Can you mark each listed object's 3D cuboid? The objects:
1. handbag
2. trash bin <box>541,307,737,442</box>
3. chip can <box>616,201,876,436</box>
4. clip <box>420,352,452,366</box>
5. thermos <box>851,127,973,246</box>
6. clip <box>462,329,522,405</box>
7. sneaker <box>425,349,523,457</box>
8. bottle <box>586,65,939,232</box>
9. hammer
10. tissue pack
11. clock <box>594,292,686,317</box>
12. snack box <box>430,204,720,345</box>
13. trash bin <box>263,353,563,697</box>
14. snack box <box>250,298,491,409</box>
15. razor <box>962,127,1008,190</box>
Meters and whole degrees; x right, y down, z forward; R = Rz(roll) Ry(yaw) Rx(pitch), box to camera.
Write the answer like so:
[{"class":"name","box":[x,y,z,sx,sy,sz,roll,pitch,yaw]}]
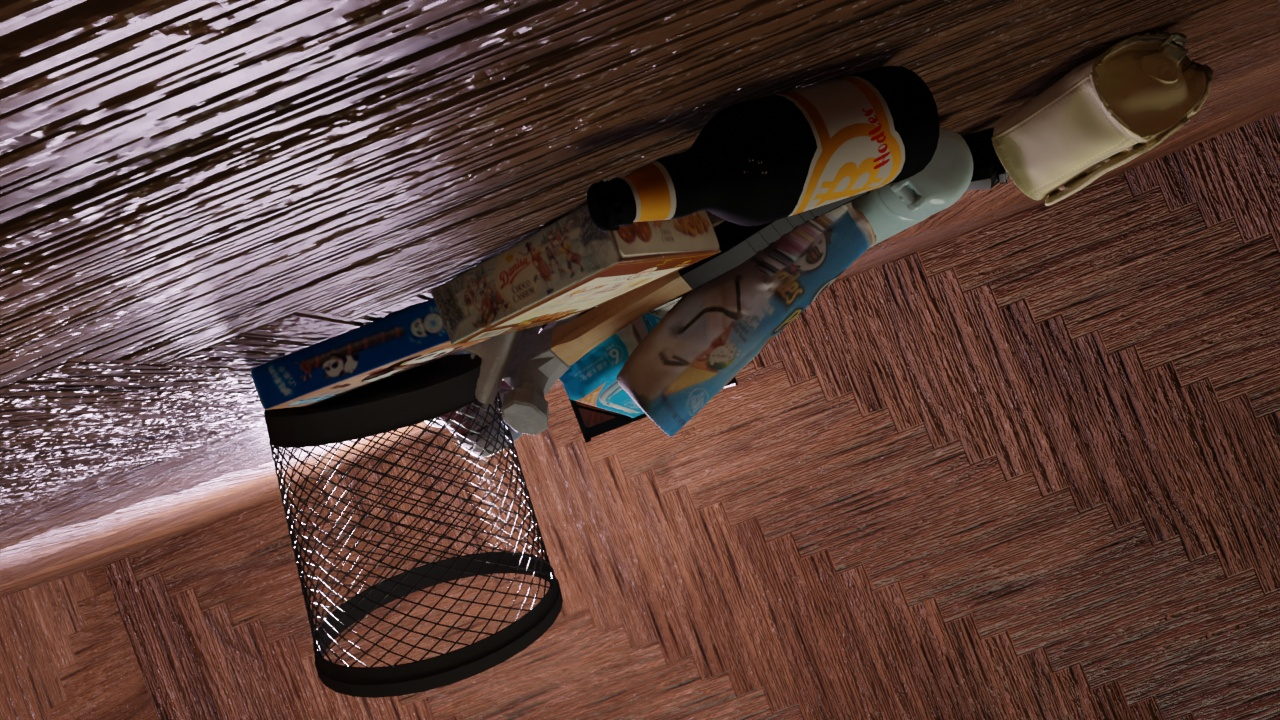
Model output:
[{"class":"handbag","box":[0.355,-0.190,0.705,0.111,0.081,0.119,-34,180,-21]},{"class":"trash bin","box":[-0.006,-0.005,1.034,0.172,0.139,0.140,-21,178,-4]},{"class":"chip can","box":[0.080,-0.044,0.729,0.229,0.080,0.080,-44,178,-1]},{"class":"clip","box":[-0.181,-0.009,0.774,0.054,0.045,0.048,-21,-157,44]},{"class":"thermos","box":[0.198,-0.134,0.779,0.077,0.065,0.207,-43,-176,-18]},{"class":"clip","box":[-0.123,-0.021,0.712,0.058,0.102,0.050,22,180,-7]},{"class":"sneaker","box":[-0.192,0.033,0.968,0.118,0.088,0.241,-44,-151,-23]},{"class":"bottle","box":[0.059,-0.097,0.449,0.181,0.059,0.059,-20,178,-22]},{"class":"hammer","box":[0.023,-0.061,0.705,0.329,0.039,0.131,-30,-146,25]},{"class":"tissue pack","box":[-0.005,0.005,0.828,0.093,0.061,0.144,-33,155,22]},{"class":"clock","box":[0.004,-0.051,0.895,0.114,0.065,0.155,-17,160,-27]},{"class":"snack box","box":[-0.040,-0.062,0.622,0.147,0.041,0.142,-22,178,31]},{"class":"trash bin","box":[-0.198,0.128,0.795,0.218,0.227,0.217,-11,-170,2]},{"class":"snack box","box":[-0.191,-0.006,0.668,0.151,0.034,0.087,-20,178,5]},{"class":"razor","box":[0.277,-0.170,0.854,0.060,0.057,0.157,17,163,-36]}]
